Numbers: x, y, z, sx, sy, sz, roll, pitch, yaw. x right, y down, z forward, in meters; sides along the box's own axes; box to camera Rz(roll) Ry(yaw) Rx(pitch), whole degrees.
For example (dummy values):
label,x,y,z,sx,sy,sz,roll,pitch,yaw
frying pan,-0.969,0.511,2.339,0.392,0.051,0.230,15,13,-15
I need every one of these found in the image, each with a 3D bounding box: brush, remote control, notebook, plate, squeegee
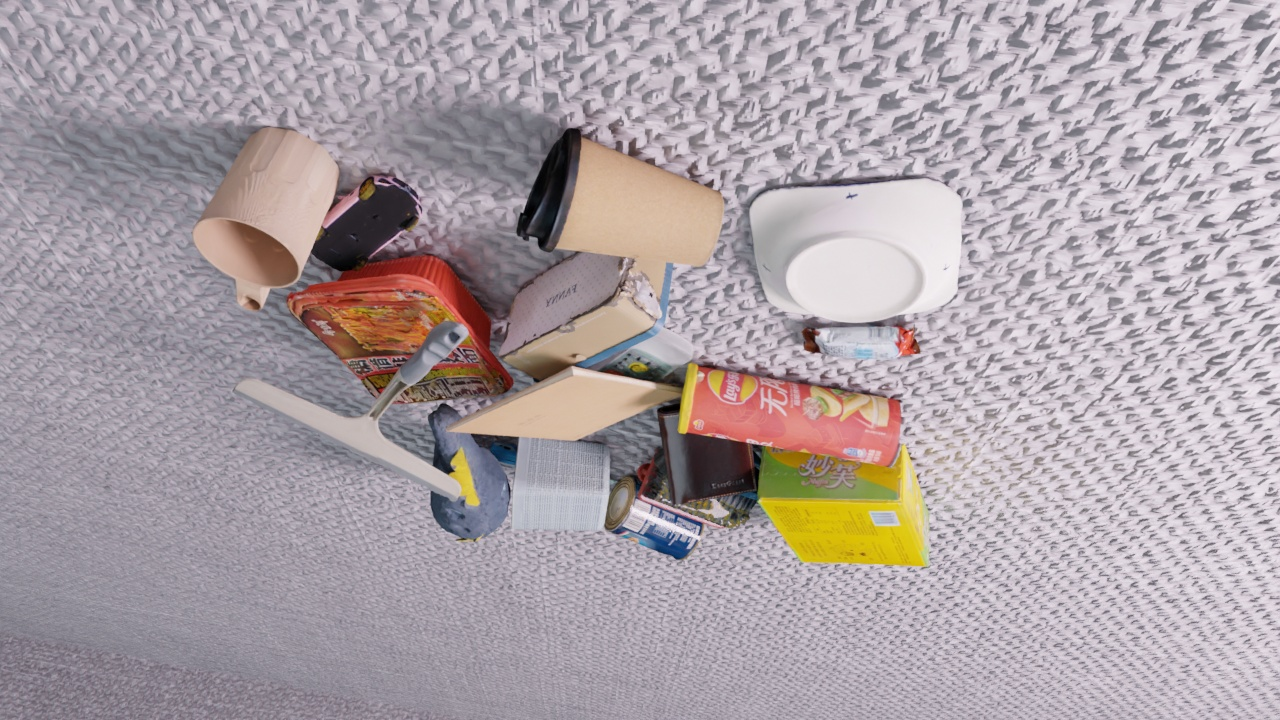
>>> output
label,x,y,z,sx,sy,sz,roll,pitch,yaw
brush,0.067,0.161,1.114,0.145,0.063,0.069,25,175,-23
remote control,-0.006,0.005,0.928,0.056,0.019,0.135,28,143,-24
brush,0.089,0.118,1.044,0.143,0.055,0.074,24,123,-19
notebook,-0.066,0.047,0.903,0.150,0.012,0.211,-25,162,25
plate,0.173,-0.076,0.741,0.164,0.034,0.164,-1,146,18
squeegee,-0.219,0.019,0.852,0.246,0.039,0.247,31,135,-21

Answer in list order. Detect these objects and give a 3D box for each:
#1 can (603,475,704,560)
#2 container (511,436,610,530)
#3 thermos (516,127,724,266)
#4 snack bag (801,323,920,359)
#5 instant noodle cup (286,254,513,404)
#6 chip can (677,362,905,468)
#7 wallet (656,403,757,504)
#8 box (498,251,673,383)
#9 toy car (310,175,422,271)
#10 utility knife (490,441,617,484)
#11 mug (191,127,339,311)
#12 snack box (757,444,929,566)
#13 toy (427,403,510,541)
label,x,y,z,sx,sy,sz,roll,pitch,yaw
can,0.016,0.200,1.166,0.111,0.075,0.076,27,144,-22
container,-0.095,0.148,1.095,0.111,0.090,0.090,4,135,-4
thermos,-0.015,-0.115,0.692,0.143,0.092,0.093,13,148,-16
snack bag,0.198,-0.016,0.829,0.105,0.026,0.045,1,155,17
instant noodle cup,-0.223,-0.034,0.879,0.165,0.079,0.189,-4,145,21
chip can,0.147,0.055,0.912,0.216,0.073,0.073,10,147,1
wallet,0.073,0.098,0.988,0.096,0.020,0.122,-8,119,4
box,-0.055,-0.042,0.810,0.059,0.089,0.185,31,144,-31
toy car,-0.239,-0.120,0.795,0.123,0.037,0.056,-29,133,29
utility knife,-0.109,0.134,1.156,0.166,0.018,0.034,16,146,-10
mug,-0.305,-0.114,0.759,0.084,0.103,0.125,18,147,-10
snack box,0.235,0.168,1.042,0.158,0.069,0.210,-3,149,24
toy,-0.211,0.145,1.080,0.138,0.091,0.357,58,160,7
